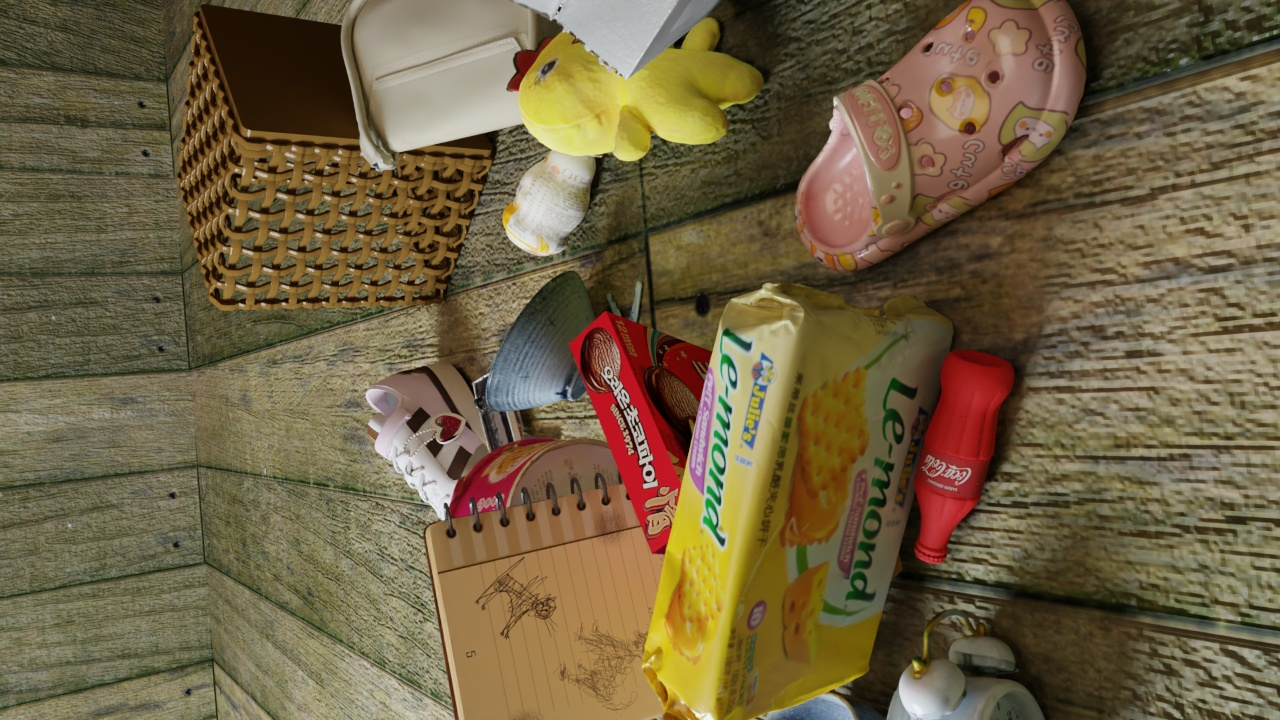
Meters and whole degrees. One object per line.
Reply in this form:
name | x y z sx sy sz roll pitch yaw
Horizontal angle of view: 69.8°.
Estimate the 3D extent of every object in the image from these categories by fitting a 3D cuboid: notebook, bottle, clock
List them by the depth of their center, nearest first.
clock | 0.168 0.190 0.479 0.057 0.083 0.117 -18 82 48
bottle | 0.171 0.055 0.499 0.036 0.036 0.119 30 117 49
notebook | -0.021 0.159 0.618 0.024 0.225 0.167 136 123 -68
bottle | -0.073 -0.146 0.794 0.109 0.063 0.063 -56 49 22

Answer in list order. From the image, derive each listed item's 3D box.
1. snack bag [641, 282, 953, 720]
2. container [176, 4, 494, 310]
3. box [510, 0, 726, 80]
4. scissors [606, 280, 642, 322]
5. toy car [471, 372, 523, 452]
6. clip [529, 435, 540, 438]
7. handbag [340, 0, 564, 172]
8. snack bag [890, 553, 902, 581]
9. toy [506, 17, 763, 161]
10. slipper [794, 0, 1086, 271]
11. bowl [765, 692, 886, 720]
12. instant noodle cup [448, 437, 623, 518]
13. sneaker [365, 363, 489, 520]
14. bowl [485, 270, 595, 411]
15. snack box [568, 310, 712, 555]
snack bag | 0.082 0.078 0.493 0.068 0.159 0.247 19 100 41
container | -0.333 -0.210 0.984 0.219 0.251 0.215 59 137 32
box | -0.035 -0.279 0.490 0.168 0.329 0.164 -47 43 45
scissors | -0.003 0.005 0.756 0.130 0.015 0.135 31 120 50
toy car | -0.136 0.066 0.923 0.039 0.039 0.113 -27 71 25
clip | -0.094 0.084 0.889 0.051 0.013 0.032 20 108 54
handbag | -0.151 -0.256 0.833 0.230 0.132 0.184 -4 74 30
snack bag | 0.127 0.100 0.578 0.099 0.020 0.026 52 124 37
toy | -0.009 -0.197 0.670 0.208 0.133 0.092 17 150 44
slipper | 0.138 -0.114 0.490 0.198 0.081 0.093 -45 59 49
bowl | 0.129 0.252 0.562 0.110 0.055 0.110 7 99 54
instant noodle cup | -0.050 0.134 0.689 0.078 0.178 0.178 -35 66 53
sneaker | -0.209 0.118 0.962 0.293 0.116 0.112 60 137 31
bowl | -0.067 -0.003 0.775 0.057 0.136 0.137 31 123 13
snack box | 0.035 0.053 0.592 0.036 0.132 0.152 -41 55 25
